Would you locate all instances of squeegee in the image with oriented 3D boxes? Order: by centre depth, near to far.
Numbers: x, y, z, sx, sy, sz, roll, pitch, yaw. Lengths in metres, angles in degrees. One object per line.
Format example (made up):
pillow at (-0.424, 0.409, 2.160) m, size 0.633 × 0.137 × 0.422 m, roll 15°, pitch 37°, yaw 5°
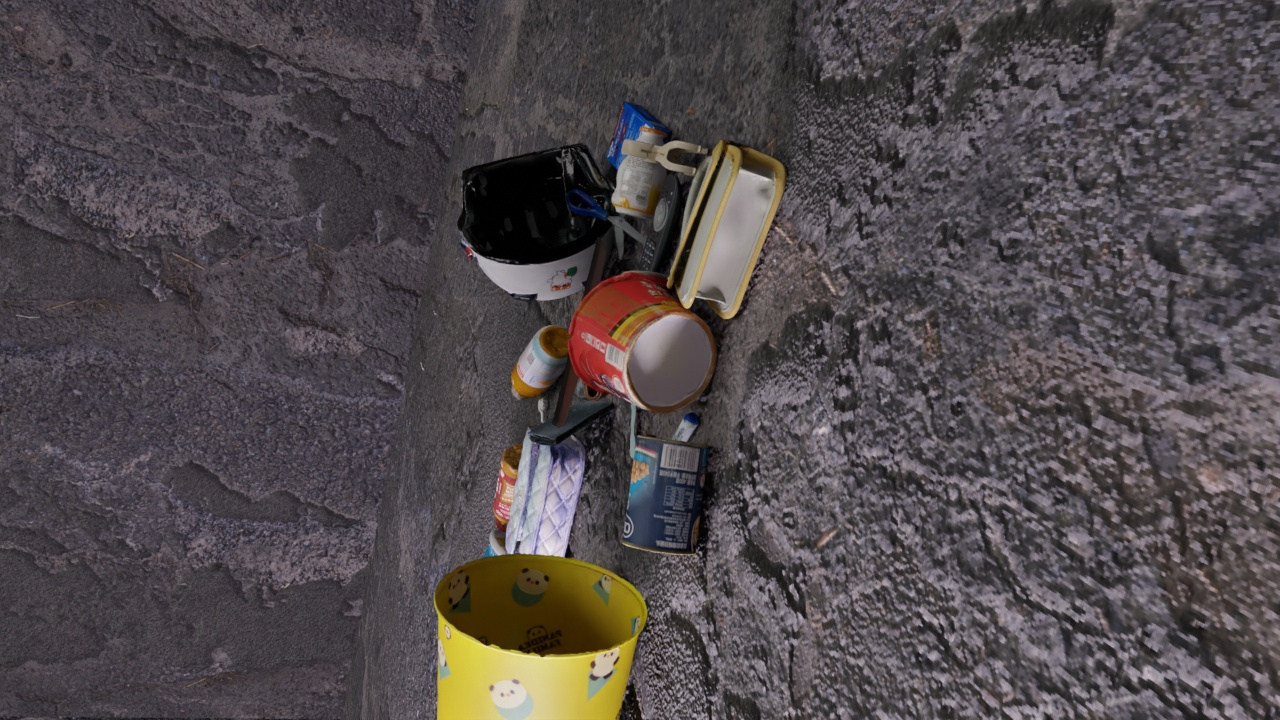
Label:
squeegee at (-0.067, 0.006, 1.202) m, size 0.250 × 0.040 × 0.247 m, roll 101°, pitch 180°, yaw -70°

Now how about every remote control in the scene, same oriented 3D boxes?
remote control at (0.027, -0.155, 1.100) m, size 0.053 × 0.024 × 0.136 m, roll -124°, pitch 48°, yaw -62°

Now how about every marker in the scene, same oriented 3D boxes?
marker at (0.029, 0.108, 0.999) m, size 0.016 × 0.017 × 0.146 m, roll -102°, pitch 30°, yaw -43°

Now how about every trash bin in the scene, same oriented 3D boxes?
trash bin at (-0.122, 0.378, 1.013) m, size 0.229 × 0.229 × 0.255 m, roll -145°, pitch 60°, yaw -67°

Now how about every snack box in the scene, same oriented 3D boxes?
snack box at (-0.005, -0.289, 1.231) m, size 0.157 × 0.026 × 0.085 m, roll -120°, pitch 44°, yaw -58°

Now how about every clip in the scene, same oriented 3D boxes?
clip at (0.030, -0.238, 1.059) m, size 0.100 × 0.071 × 0.035 m, roll 21°, pitch 102°, yaw 34°

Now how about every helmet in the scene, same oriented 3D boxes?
helmet at (-0.138, -0.177, 1.304) m, size 0.157 × 0.230 × 0.273 m, roll 82°, pitch 168°, yaw -48°

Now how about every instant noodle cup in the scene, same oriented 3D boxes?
instant noodle cup at (0.006, -0.011, 0.959) m, size 0.108 × 0.137 × 0.138 m, roll 35°, pitch 114°, yaw 57°

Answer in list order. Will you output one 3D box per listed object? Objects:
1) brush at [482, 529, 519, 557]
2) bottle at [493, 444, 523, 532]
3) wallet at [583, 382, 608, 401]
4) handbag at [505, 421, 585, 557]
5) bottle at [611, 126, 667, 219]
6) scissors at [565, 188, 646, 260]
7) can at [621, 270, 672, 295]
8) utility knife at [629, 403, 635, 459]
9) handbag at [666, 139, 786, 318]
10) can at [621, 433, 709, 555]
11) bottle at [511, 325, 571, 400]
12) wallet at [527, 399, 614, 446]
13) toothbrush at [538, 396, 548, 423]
brush at (-0.188, 0.329, 1.418) m, size 0.315 × 0.060 × 0.109 m, roll 25°, pitch 101°, yaw 65°
bottle at (-0.203, 0.210, 1.472) m, size 0.057 × 0.057 × 0.175 m, roll -103°, pitch 22°, yaw -44°
wallet at (-0.042, -0.018, 1.108) m, size 0.130 × 0.035 × 0.119 m, roll -28°, pitch -57°, yaw -76°
handbag at (-0.141, 0.195, 1.314) m, size 0.134 × 0.075 × 0.194 m, roll -151°, pitch 72°, yaw -68°
bottle at (0.004, -0.232, 1.136) m, size 0.063 × 0.063 × 0.108 m, roll -145°, pitch 67°, yaw -67°
scissors at (-0.037, -0.187, 1.191) m, size 0.012 × 0.164 × 0.161 m, roll 91°, pitch -162°, yaw -44°
can at (0.002, -0.052, 1.063) m, size 0.067 × 0.066 × 0.093 m, roll 167°, pitch 111°, yaw -67°
utility knife at (-0.007, 0.007, 1.132) m, size 0.034 × 0.018 × 0.237 m, roll 146°, pitch 128°, yaw -61°
handbag at (0.069, -0.145, 0.944) m, size 0.178 × 0.063 × 0.163 m, roll -120°, pitch 47°, yaw -63°
can at (0.026, 0.132, 0.917) m, size 0.075 × 0.075 × 0.111 m, roll 179°, pitch 100°, yaw -68°
bottle at (-0.160, 0.011, 1.445) m, size 0.190 × 0.068 × 0.068 m, roll 133°, pitch 141°, yaw -55°
wallet at (-0.094, 0.082, 1.233) m, size 0.019 × 0.097 × 0.121 m, roll 61°, pitch 159°, yaw -11°
toothbrush at (-0.151, 0.135, 1.446) m, size 0.016 × 0.016 × 0.179 m, roll -47°, pitch 38°, yaw 45°
